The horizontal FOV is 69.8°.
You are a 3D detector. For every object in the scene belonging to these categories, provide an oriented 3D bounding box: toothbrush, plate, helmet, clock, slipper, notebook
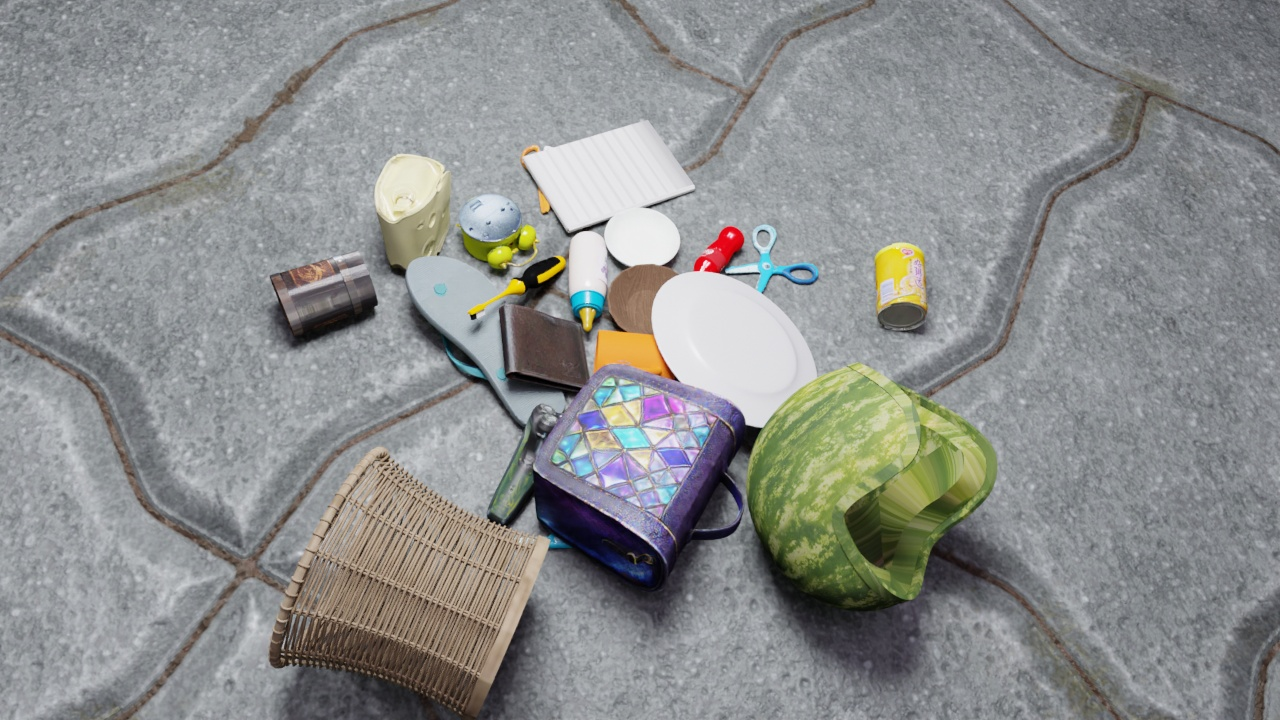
[{"bbox_3d":[-0.155,-0.095,1.168,0.031,0.031,0.196,7,27,30],"label":"toothbrush"},{"bbox_3d":[0.125,-0.022,1.154,0.242,0.016,0.242,18,47,-20],"label":"plate"},{"bbox_3d":[0.230,0.137,1.004,0.243,0.213,0.247,35,100,48],"label":"helmet"},{"bbox_3d":[0.001,-0.163,1.266,0.104,0.026,0.104,3,59,-5],"label":"plate"},{"bbox_3d":[-0.190,-0.169,1.226,0.119,0.057,0.083,39,61,15],"label":"clock"},{"bbox_3d":[-0.192,-0.024,1.153,0.098,0.055,0.269,-38,82,-30],"label":"slipper"},{"bbox_3d":[-0.044,-0.269,1.324,0.209,0.009,0.142,-22,66,-22],"label":"notebook"}]

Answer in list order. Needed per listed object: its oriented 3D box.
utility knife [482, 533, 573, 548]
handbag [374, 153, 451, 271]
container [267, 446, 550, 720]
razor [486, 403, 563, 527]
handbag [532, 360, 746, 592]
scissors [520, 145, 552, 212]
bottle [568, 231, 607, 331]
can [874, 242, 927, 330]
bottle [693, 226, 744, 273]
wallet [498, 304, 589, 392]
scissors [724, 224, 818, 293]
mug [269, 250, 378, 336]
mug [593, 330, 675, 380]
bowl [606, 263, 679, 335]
[{"bbox_3d":[-0.093,0.208,1.046,0.181,0.015,0.022,-2,53,-6],"label":"utility knife"},{"bbox_3d":[-0.296,-0.186,1.188,0.081,0.119,0.111,12,55,-2],"label":"handbag"},{"bbox_3d":[-0.216,0.227,0.904,0.196,0.227,0.226,23,59,-2],"label":"container"},{"bbox_3d":[-0.132,0.121,1.062,0.054,0.067,0.151,27,68,6],"label":"razor"},{"bbox_3d":[0.011,0.129,1.025,0.222,0.126,0.204,24,54,14],"label":"handbag"},{"bbox_3d":[-0.137,-0.260,1.313,0.064,0.013,0.127,-4,60,-9],"label":"scissors"},{"bbox_3d":[-0.069,-0.100,1.206,0.051,0.051,0.146,2,60,-7],"label":"bottle"},{"bbox_3d":[0.355,-0.101,1.254,0.067,0.068,0.104,9,59,-3],"label":"can"},{"bbox_3d":[0.099,-0.136,1.257,0.036,0.036,0.118,34,62,12],"label":"bottle"},{"bbox_3d":[-0.117,-0.014,1.135,0.119,0.031,0.099,15,52,-36],"label":"wallet"},{"bbox_3d":[0.188,-0.131,1.282,0.138,0.011,0.133,20,57,3],"label":"scissors"},{"bbox_3d":[-0.400,-0.093,1.150,0.107,0.080,0.116,-22,39,-20],"label":"mug"},{"bbox_3d":[-0.007,0.007,1.119,0.096,0.112,0.077,5,94,-5],"label":"mug"},{"bbox_3d":[0.013,-0.071,1.210,0.118,0.030,0.117,3,63,-7],"label":"bowl"}]
